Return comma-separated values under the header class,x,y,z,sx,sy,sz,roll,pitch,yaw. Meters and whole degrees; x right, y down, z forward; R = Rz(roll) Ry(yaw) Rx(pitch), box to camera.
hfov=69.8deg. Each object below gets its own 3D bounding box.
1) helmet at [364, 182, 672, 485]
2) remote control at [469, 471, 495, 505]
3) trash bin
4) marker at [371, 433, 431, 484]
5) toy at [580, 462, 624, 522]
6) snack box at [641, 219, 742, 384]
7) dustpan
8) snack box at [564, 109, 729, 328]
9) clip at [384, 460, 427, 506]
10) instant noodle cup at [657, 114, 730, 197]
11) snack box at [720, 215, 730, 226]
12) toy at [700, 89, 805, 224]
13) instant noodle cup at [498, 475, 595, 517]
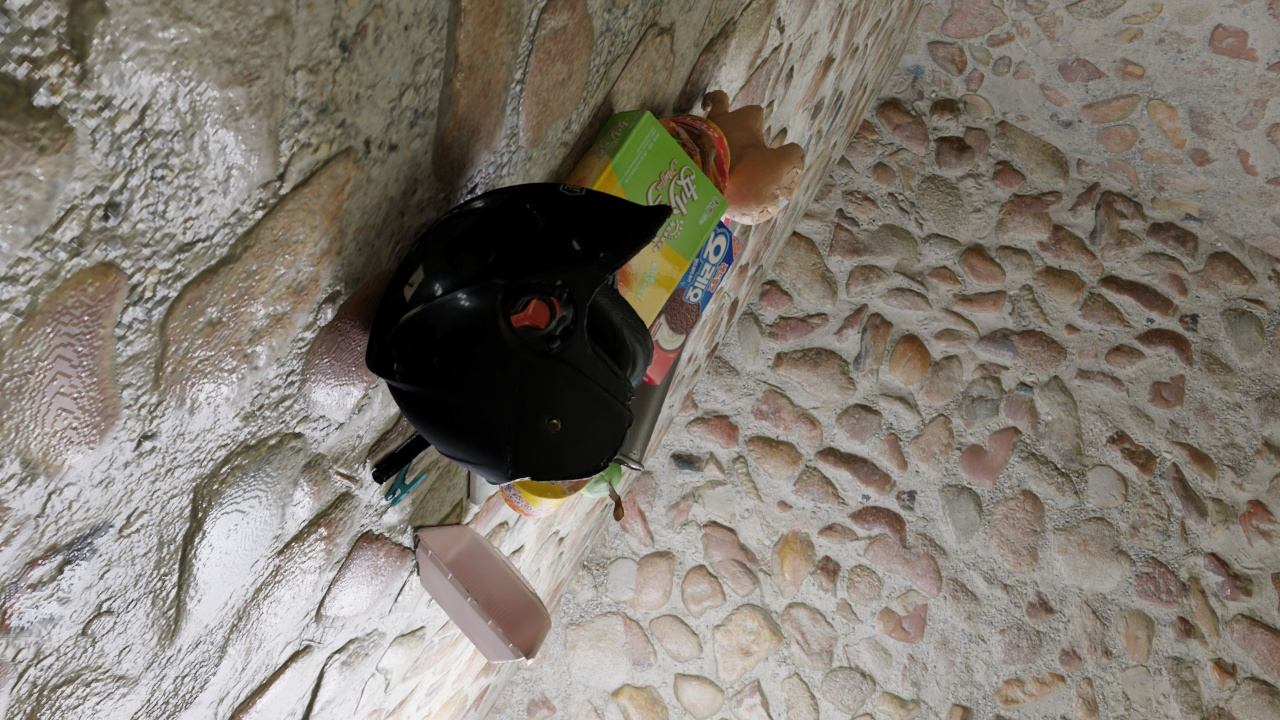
class,x,y,z,sx,sy,sz,roll,pitch,yaw
helmet,-0.091,-0.033,0.757,0.275,0.230,0.233,-61,-175,15
remote control,-0.220,0.158,1.293,0.055,0.020,0.136,-52,168,-31
trash bin,-0.050,0.003,1.165,0.219,0.199,0.199,-65,-173,-9
marker,-0.241,0.090,0.992,0.131,0.020,0.022,-45,134,-52
toy,-0.087,0.150,1.480,0.090,0.227,0.246,-29,-152,-6
snack box,0.039,-0.074,1.067,0.057,0.058,0.207,10,-116,52
dustpan,-0.203,0.305,1.281,0.138,0.222,0.274,-39,174,-29
snack box,-0.018,-0.143,1.005,0.070,0.157,0.209,17,-110,54
clip,-0.262,0.138,1.019,0.055,0.038,0.013,-53,168,5
instant noodle cup,0.050,-0.240,1.143,0.138,0.138,0.108,-65,178,29
snack box,0.072,-0.171,1.292,0.126,0.044,0.113,-40,156,-40
toy,0.121,-0.280,1.239,0.143,0.226,0.082,-42,150,11
instant noodle cup,-0.148,0.164,1.364,0.137,0.138,0.110,-51,175,-37
